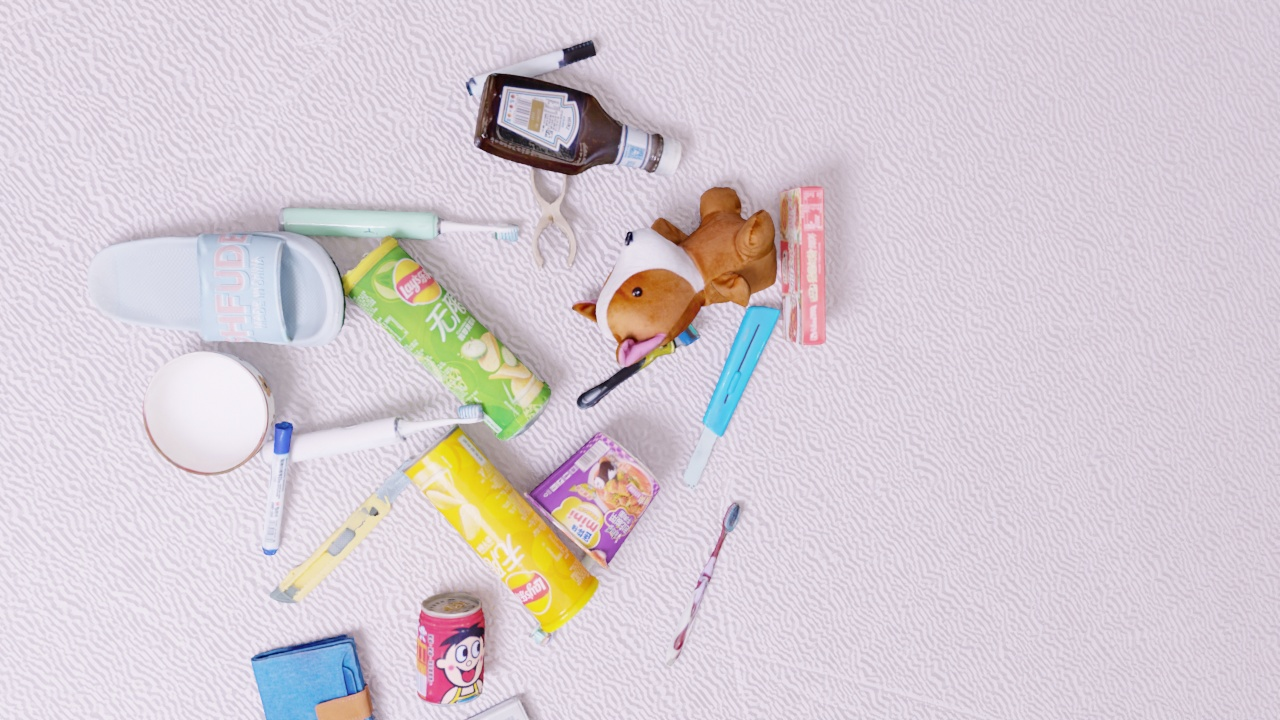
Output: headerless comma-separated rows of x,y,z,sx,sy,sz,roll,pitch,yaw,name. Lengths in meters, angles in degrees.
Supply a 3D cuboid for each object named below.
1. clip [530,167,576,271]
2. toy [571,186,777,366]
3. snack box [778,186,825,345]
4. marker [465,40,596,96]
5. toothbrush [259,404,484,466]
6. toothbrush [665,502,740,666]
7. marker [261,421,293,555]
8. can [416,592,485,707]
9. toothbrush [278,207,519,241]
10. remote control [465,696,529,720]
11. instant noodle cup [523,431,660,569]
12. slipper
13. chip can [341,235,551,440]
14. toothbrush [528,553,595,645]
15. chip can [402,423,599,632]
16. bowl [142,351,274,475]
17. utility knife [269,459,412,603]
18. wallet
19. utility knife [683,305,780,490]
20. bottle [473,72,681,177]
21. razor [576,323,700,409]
-0.098,-0.134,0.892,0.080,0.034,0.104,-19,94,-6,clip
0.035,-0.082,0.872,0.199,0.140,0.130,-35,123,-3,toy
0.160,-0.094,0.911,0.025,0.075,0.153,-3,97,-7,snack box
-0.105,-0.281,0.880,0.130,0.022,0.018,-20,105,-6,marker
-0.253,0.070,0.868,0.221,0.026,0.026,-11,101,9,toothbrush
0.067,0.237,0.965,0.016,0.017,0.187,22,92,-9,toothbrush
-0.346,0.124,0.874,0.017,0.017,0.146,12,113,-9,marker
-0.188,0.285,0.910,0.066,0.066,0.094,1,96,-8,can
-0.229,-0.129,0.878,0.224,0.026,0.027,1,128,-8,toothbrush
-0.172,0.396,0.948,0.125,0.024,0.049,-25,100,-5,remote control
-0.041,0.132,0.899,0.111,0.112,0.099,45,79,-10,instant noodle cup
-0.385,-0.067,0.822,0.245,0.074,0.104,3,96,5,slipper
-0.181,-0.017,0.874,0.072,0.072,0.221,-45,100,-1,chip can
-0.054,0.210,0.945,0.029,0.020,0.189,34,89,-36,toothbrush
-0.134,0.162,0.890,0.072,0.072,0.213,-41,95,-2,chip can
-0.392,0.045,0.854,0.113,0.062,0.113,0,95,-1,bowl
-0.291,0.172,0.912,0.031,0.020,0.194,45,85,-16,utility knife
-0.322,0.347,0.915,0.106,0.040,0.133,-10,99,-2,wallet
0.089,0.038,0.946,0.034,0.018,0.207,22,94,-10,utility knife
-0.057,-0.215,0.875,0.194,0.044,0.080,10,85,-16,bottle
-0.006,0.005,0.927,0.143,0.022,0.042,-38,66,2,razor
